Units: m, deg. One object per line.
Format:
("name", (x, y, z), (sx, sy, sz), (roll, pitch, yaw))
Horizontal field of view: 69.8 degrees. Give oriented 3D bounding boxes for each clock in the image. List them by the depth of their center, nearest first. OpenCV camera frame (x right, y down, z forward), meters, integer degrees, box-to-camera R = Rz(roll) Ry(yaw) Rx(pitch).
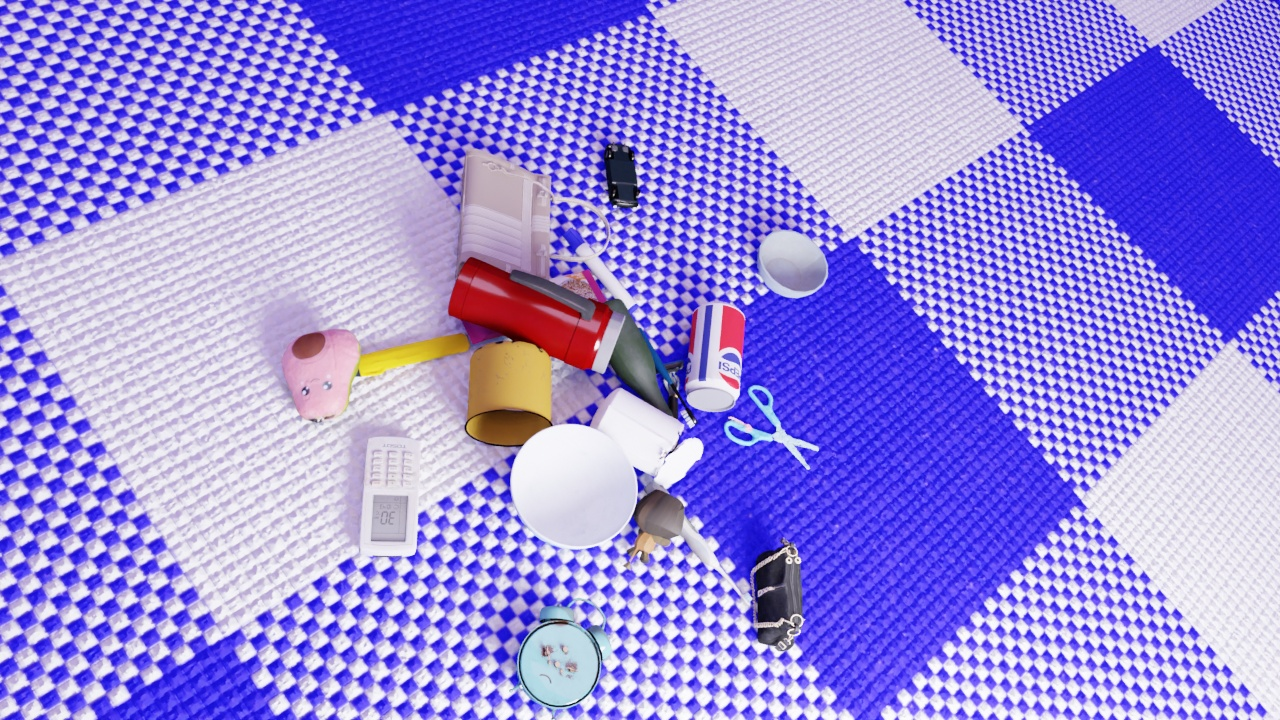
("clock", (-0.083, 0.312, 0.978), (0.090, 0.053, 0.124), (34, 58, 0))

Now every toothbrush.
("toothbrush", (0.069, 0.219, 1.096), (0.024, 0.022, 0.185), (-38, 78, -12))
("toothbrush", (0.031, 0.019, 1.167), (0.014, 0.014, 0.167), (-33, 56, 4))

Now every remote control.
("remote control", (-0.276, 0.149, 1.013), (0.060, 0.026, 0.138), (4, 63, -16))

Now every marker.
("marker", (-0.053, -0.121, 1.231), (0.020, 0.020, 0.141), (-34, 78, -30))

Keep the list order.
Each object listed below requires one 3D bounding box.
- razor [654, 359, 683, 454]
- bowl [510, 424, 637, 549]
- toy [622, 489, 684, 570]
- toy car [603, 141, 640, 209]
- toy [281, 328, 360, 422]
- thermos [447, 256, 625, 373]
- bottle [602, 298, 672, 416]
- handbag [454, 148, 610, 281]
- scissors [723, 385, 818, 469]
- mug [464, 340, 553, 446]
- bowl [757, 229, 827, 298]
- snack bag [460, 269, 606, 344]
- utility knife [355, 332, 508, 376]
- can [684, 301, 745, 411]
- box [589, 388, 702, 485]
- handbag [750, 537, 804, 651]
("razor", (0.041, 0.070, 1.166), (0.043, 0.022, 0.144), (-12, 66, 22))
("bowl", (-0.083, 0.153, 1.048), (0.144, 0.074, 0.143), (8, 62, -15))
("toy", (0.012, 0.199, 1.067), (0.062, 0.076, 0.100), (43, 71, -40))
("toy car", (-0.028, -0.261, 1.304), (0.046, 0.034, 0.112), (2, 62, -18))
("toy", (-0.358, 0.018, 1.037), (0.090, 0.051, 0.110), (-10, 73, -7))
("thermos", (-0.121, -0.060, 1.092), (0.198, 0.108, 0.083), (21, 56, -2))
("bottle", (-0.007, 0.007, 1.162), (0.055, 0.055, 0.174), (-22, 74, -27))
("handbag", (-0.137, -0.176, 1.205), (0.197, 0.062, 0.175), (6, 62, -15))
("scissors", (0.178, 0.084, 1.212), (0.140, 0.015, 0.111), (20, 60, -15))
("mug", (-0.146, 0.042, 1.079), (0.123, 0.101, 0.094), (36, 43, -49))
("bowl", (0.212, -0.132, 1.315), (0.106, 0.039, 0.106), (8, 62, -15))
("snack bag", (-0.136, -0.071, 1.172), (0.196, 0.016, 0.070), (-16, 65, -28))
("utility knife", (-0.242, -0.015, 1.115), (0.223, 0.019, 0.030), (-15, 74, -23))
("can", (0.097, -0.006, 1.193), (0.070, 0.070, 0.131), (14, 60, -11))
("box", (0.009, 0.096, 1.098), (0.143, 0.089, 0.080), (28, 95, 1))
("handbag", (0.166, 0.271, 1.068), (0.054, 0.079, 0.128), (10, 61, -14))
